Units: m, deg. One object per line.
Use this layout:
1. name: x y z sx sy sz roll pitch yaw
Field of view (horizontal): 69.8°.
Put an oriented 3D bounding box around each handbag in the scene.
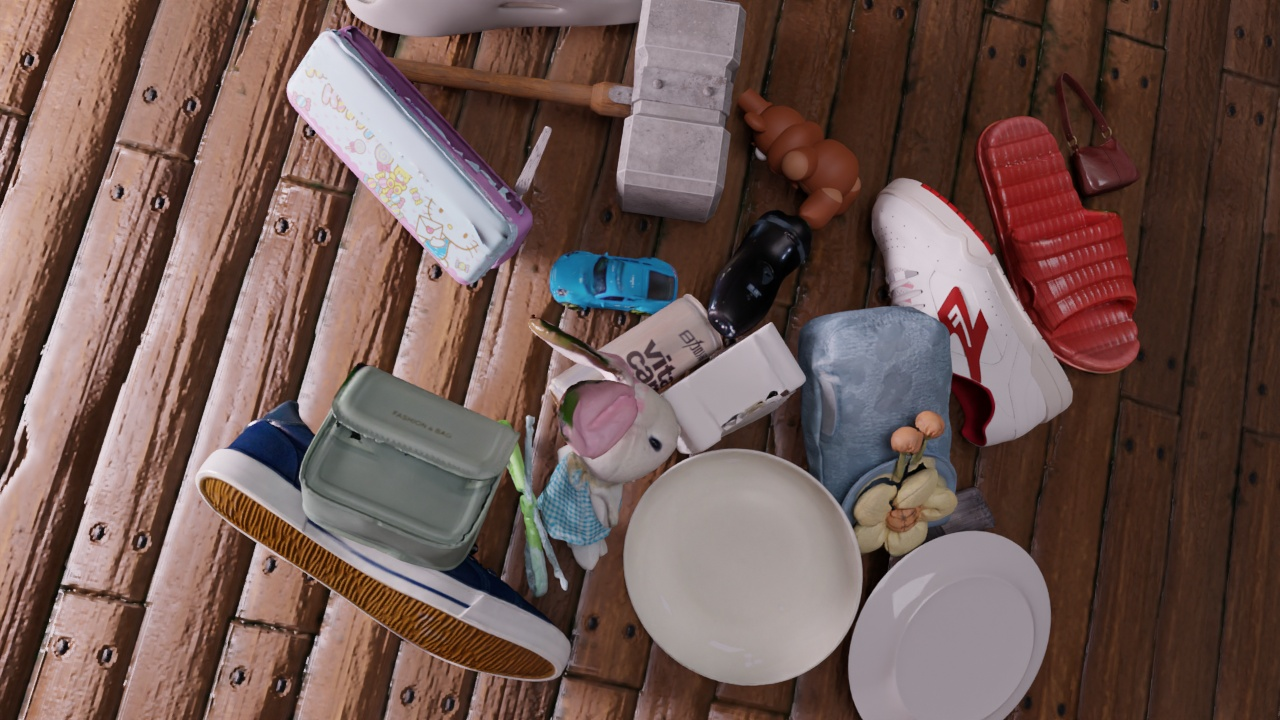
1. handbag: -0.155 0.070 0.610 0.122 0.067 0.106 23 62 -4
2. handbag: 0.189 0.057 0.709 0.121 0.118 0.192 -5 104 -5
3. handbag: 0.412 -0.212 0.846 0.055 0.029 0.119 -16 80 -13

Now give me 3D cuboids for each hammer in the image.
1. hammer: -0.084 -0.221 0.748 0.317 0.083 0.162 8 81 0

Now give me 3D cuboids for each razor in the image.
1. razor: 0.098 -0.071 0.739 0.053 0.064 0.140 43 48 -9

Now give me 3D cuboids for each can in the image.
1. can: -0.004 0.004 0.730 0.135 0.054 0.054 -33 88 -10

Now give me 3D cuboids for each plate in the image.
1. plate: 0.078 0.156 0.709 0.182 0.034 0.182 1 95 15
2. plate: 0.253 0.228 0.726 0.188 0.016 0.189 -3 102 -17

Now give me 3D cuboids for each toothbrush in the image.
1. toothbrush: -0.083 -0.139 0.675 0.010 0.182 0.010 18 76 -13

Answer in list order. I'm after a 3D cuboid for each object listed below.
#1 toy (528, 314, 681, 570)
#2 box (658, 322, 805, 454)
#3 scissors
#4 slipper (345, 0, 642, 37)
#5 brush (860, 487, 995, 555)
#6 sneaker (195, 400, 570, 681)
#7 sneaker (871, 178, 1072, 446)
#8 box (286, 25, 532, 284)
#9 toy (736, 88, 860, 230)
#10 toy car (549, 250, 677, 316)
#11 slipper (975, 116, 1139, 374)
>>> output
1. toy: -0.021 0.074 0.660 0.105 0.131 0.206 -6 128 -11
2. box: 0.076 0.037 0.716 0.107 0.102 0.091 -35 90 -11
3. scissors: -0.080 0.107 0.673 0.021 0.171 0.173 -6 127 -20
4. slipper: -0.108 -0.329 0.744 0.265 0.081 0.112 -1 73 -9
5. brush: 0.226 0.142 0.770 0.151 0.012 0.039 -15 84 -10
6. sneaker: -0.165 0.122 0.679 0.294 0.121 0.127 34 50 -2
7. sneaker: 0.248 -0.033 0.767 0.104 0.090 0.236 -33 92 -6
8. box: -0.176 -0.159 0.710 0.214 0.078 0.064 47 43 0
9. toy: 0.129 -0.175 0.778 0.127 0.065 0.094 45 35 11
10. toy car: -0.021 -0.064 0.751 0.105 0.032 0.048 6 81 -7
11. slipper: 0.372 -0.106 0.806 0.103 0.059 0.248 -19 84 -12
